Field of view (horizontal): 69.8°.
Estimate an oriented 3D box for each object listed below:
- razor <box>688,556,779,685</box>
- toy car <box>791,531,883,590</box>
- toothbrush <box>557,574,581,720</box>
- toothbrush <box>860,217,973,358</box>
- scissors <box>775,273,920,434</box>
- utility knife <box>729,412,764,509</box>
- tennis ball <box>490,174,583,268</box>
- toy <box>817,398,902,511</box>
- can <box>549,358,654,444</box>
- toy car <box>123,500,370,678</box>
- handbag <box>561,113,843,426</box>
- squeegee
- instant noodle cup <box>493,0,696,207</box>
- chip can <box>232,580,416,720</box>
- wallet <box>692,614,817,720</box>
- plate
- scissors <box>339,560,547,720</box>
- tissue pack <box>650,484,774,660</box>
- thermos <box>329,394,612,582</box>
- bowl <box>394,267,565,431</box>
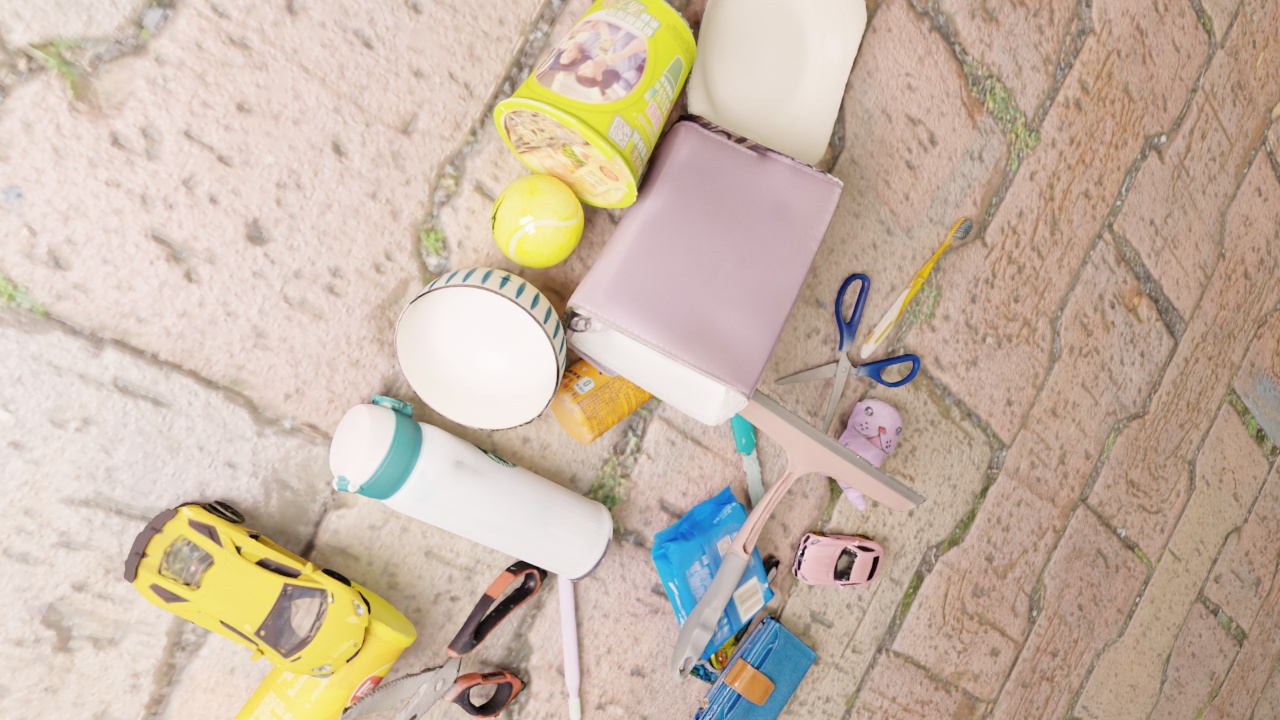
[{"bbox_3d":[0.100,0.257,0.909,0.042,0.022,0.142,40,80,-38],"label":"razor"},{"bbox_3d":[0.211,0.211,0.963,0.122,0.037,0.056,11,96,-36],"label":"toy car"},{"bbox_3d":[-0.057,0.267,0.804,0.021,0.029,0.189,-3,109,5],"label":"toothbrush"},{"bbox_3d":[0.282,-0.075,0.933,0.191,0.018,0.016,-51,124,-11],"label":"toothbrush"},{"bbox_3d":[0.204,-0.003,0.896,0.172,0.012,0.162,-9,104,-23],"label":"scissors"},{"bbox_3d":[0.090,0.051,0.842,0.029,0.013,0.223,-27,116,-28],"label":"utility knife"},{"bbox_3d":[-0.073,-0.098,0.650,0.065,0.065,0.065,-11,110,-32],"label":"tennis ball"},{"bbox_3d":[0.223,0.086,0.931,0.084,0.039,0.108,38,83,-15],"label":"toy"},{"bbox_3d":[-0.004,0.004,0.734,0.145,0.058,0.058,-36,122,-21],"label":"can"},{"bbox_3d":[-0.248,0.148,0.590,0.156,0.041,0.071,32,82,-7],"label":"toy car"},{"bbox_3d":[0.044,-0.070,0.684,0.145,0.099,0.196,30,67,-7],"label":"handbag"},{"bbox_3d":[0.091,0.165,0.798,0.247,0.040,0.249,33,88,-22],"label":"squeegee"},{"bbox_3d":[-0.022,-0.187,0.638,0.111,0.112,0.123,42,72,-36],"label":"instant noodle cup"},{"bbox_3d":[-0.248,0.259,0.635,0.072,0.072,0.213,43,79,-36],"label":"chip can"},{"bbox_3d":[0.120,0.334,0.938,0.133,0.040,0.106,-53,131,-10],"label":"wallet"},{"bbox_3d":[0.105,-0.247,0.746,0.163,0.034,0.164,13,96,-37],"label":"plate"},{"bbox_3d":[-0.138,0.234,0.697,0.188,0.015,0.227,-65,151,-14],"label":"scissors"},{"bbox_3d":[0.065,0.194,0.845,0.094,0.052,0.157,-33,121,-24],"label":"tissue pack"},{"bbox_3d":[-0.121,0.096,0.678,0.224,0.073,0.073,32,85,-37],"label":"thermos"},{"bbox_3d":[-0.105,-0.016,0.640,0.066,0.117,0.116,-72,147,-56],"label":"bowl"}]
